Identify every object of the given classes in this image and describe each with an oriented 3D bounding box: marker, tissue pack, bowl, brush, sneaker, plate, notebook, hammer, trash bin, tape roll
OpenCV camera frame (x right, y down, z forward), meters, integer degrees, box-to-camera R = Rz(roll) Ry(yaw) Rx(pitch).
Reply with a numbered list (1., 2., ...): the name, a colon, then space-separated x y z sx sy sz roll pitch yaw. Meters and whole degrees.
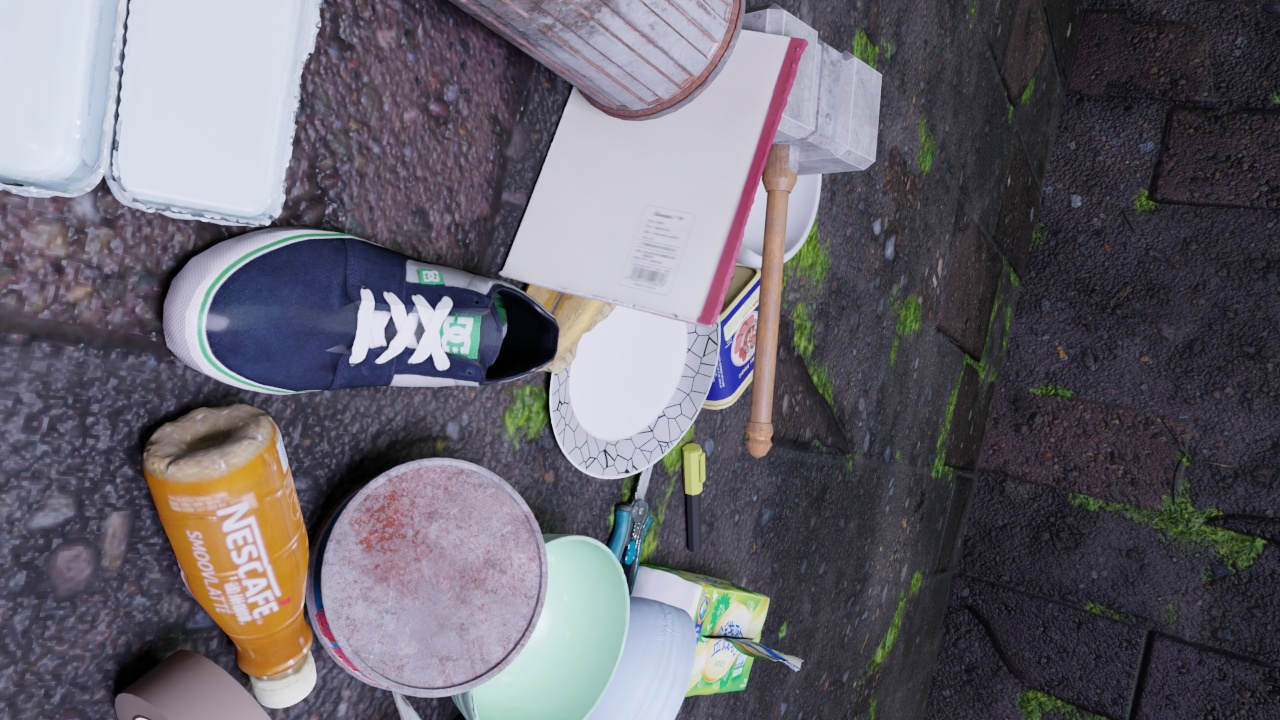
1. marker: 0.054 0.140 0.918 0.017 0.021 0.124 -37 133 -47
2. tissue pack: 0.078 0.271 0.887 0.197 0.141 0.120 20 84 -60
3. bowl: 0.086 -0.168 0.797 0.176 0.066 0.176 -6 97 -49
4. brush: -0.033 -0.072 0.655 0.195 0.059 0.043 -62 155 -21
5. bowl: -0.030 0.249 0.731 0.075 0.151 0.150 35 64 -14
6. sneaker: -0.129 -0.020 0.493 0.234 0.079 0.084 0 102 -59
7. bowl: -0.083 0.188 0.641 0.150 0.077 0.151 -12 106 -48
8. plate: -0.004 0.005 0.743 0.188 0.016 0.189 -21 122 -39
9. notebook: 0.009 -0.134 0.611 0.012 0.153 0.208 50 58 -69
10. hammer: 0.102 -0.084 0.705 0.162 0.083 0.317 5 89 -49
11. trash bin: -0.035 -0.229 0.523 0.210 0.131 0.131 12 90 -58
12. tape roll: -0.203 0.183 0.431 0.030 0.094 0.094 -40 133 -46

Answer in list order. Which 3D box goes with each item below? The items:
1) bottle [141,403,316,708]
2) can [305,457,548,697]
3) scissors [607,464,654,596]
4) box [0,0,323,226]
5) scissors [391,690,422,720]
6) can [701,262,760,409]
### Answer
1. bottle: -0.193 0.104 0.454 0.059 0.059 0.167 -39 136 -47
2. can: -0.121 0.123 0.527 0.129 0.044 0.129 9 72 -29
3. scissors: -0.011 0.163 0.818 0.126 0.019 0.144 -34 123 -43
4. box: -0.206 -0.164 0.364 0.188 0.037 0.209 -7 108 -67
5. scissors: -0.090 0.297 0.538 0.225 0.016 0.216 29 51 -42
6. can: 0.076 -0.026 0.858 0.116 0.057 0.092 -47 137 -41
